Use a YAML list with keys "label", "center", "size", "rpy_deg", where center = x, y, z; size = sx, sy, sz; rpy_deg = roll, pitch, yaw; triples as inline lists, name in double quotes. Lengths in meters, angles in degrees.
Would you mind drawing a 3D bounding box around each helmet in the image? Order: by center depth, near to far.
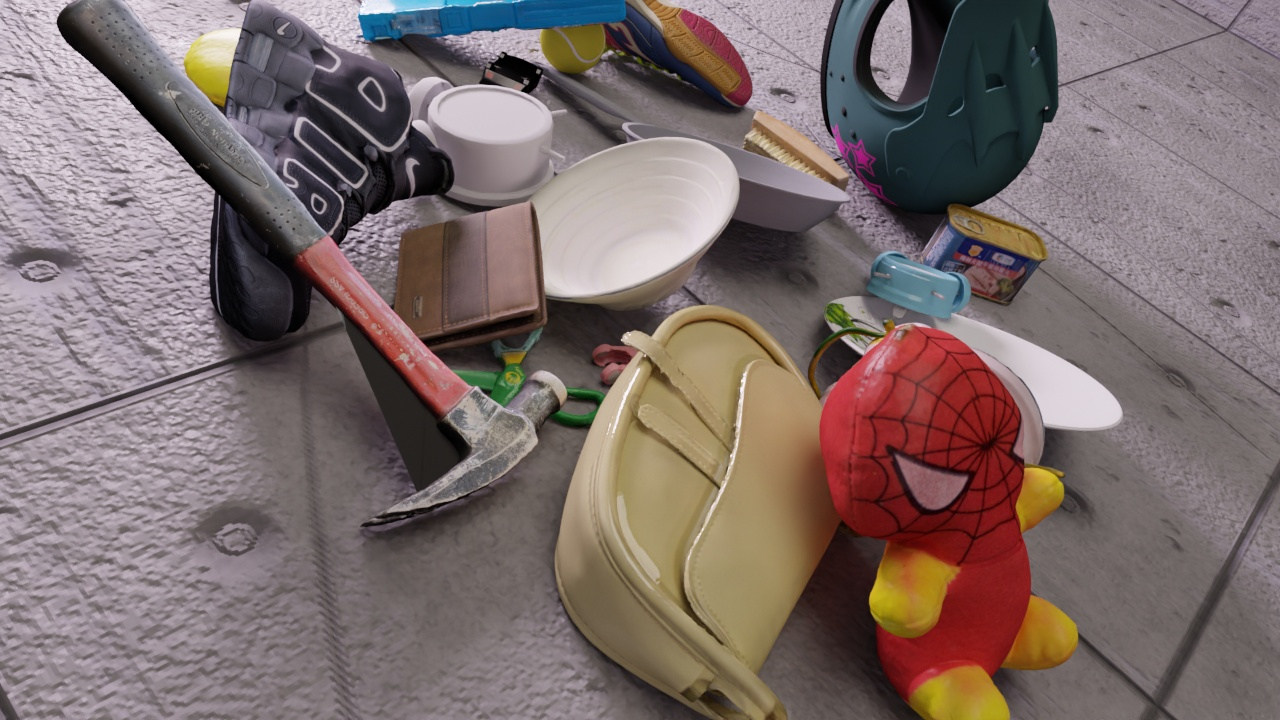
- label: "helmet"
  center: [0.285, -0.258, 0.854]
  size: [0.176, 0.275, 0.200]
  rpy_deg: [-32, 51, -15]

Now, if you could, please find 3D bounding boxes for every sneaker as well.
- label: "sneaker"
  center: [-0.195, -0.113, 0.601]
  size: [0.150, 0.097, 0.252]
  rpy_deg: [7, 57, -27]
- label: "sneaker"
  center: [0.013, -0.345, 0.979]
  size: [0.242, 0.091, 0.116]
  rpy_deg: [39, 44, -12]

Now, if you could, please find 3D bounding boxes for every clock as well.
- label: "clock"
  center: [0.178, 0.040, 0.592]
  size: [0.158, 0.117, 0.058]
  rpy_deg: [45, 39, 9]
- label: "clock"
  center: [-0.140, -0.174, 0.728]
  size: [0.159, 0.061, 0.119]
  rpy_deg: [5, 42, -8]
- label: "clock"
  center: [0.238, -0.063, 0.790]
  size: [0.087, 0.042, 0.123]
  rpy_deg: [23, 18, 19]

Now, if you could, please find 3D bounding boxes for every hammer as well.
- label: "hammer"
  center: [-0.184, -0.054, 0.491]
  size: [0.326, 0.037, 0.140]
  rpy_deg: [49, 49, -10]

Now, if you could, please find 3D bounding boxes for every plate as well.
- label: "plate"
  center: [0.249, 0.009, 0.712]
  size: [0.229, 0.030, 0.229]
  rpy_deg: [13, 22, -6]

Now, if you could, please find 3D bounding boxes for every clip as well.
- label: "clip"
  center: [-0.007, -0.002, 0.634]
  size: [0.060, 0.023, 0.044]
  rpy_deg: [-26, 62, -35]

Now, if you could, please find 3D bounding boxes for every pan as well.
- label: "pan"
  center: [0.021, -0.195, 0.820]
  size: [0.357, 0.051, 0.200]
  rpy_deg: [30, 23, 31]

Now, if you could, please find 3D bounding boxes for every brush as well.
- label: "brush"
  center: [0.145, -0.188, 0.885]
  size: [0.039, 0.049, 0.117]
  rpy_deg: [-38, 68, -21]

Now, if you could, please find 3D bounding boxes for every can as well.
- label: "can"
  center: [0.320, -0.100, 0.862]
  size: [0.100, 0.059, 0.053]
  rpy_deg: [18, 41, -7]

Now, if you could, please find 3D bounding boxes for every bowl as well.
- label: "bowl"
  center: [-0.008, -0.086, 0.664]
  size: [0.177, 0.058, 0.176]
  rpy_deg: [-14, 43, 13]

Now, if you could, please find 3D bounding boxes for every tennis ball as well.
- label: "tennis ball"
  center: [-0.067, -0.319, 0.911]
  size: [0.065, 0.065, 0.065]
  rpy_deg: [13, 42, -12]

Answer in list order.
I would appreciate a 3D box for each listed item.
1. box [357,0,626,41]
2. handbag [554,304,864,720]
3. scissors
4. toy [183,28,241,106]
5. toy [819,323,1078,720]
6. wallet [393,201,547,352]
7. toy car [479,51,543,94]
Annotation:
- label: "box"
  center: [-0.139, -0.376, 0.879]
  size: [0.243, 0.070, 0.170]
  rpy_deg: [-4, 71, 1]
- label: "handbag"
  center: [0.044, 0.075, 0.525]
  size: [0.191, 0.089, 0.232]
  rpy_deg: [36, 42, 8]
- label: "scissors"
  center: [-0.082, 0.010, 0.591]
  size: [0.125, 0.011, 0.130]
  rpy_deg: [9, 43, -18]
- label: "toy"
  center: [-0.305, -0.226, 0.719]
  size: [0.095, 0.041, 0.094]
  rpy_deg: [-5, 53, -30]
- label: "toy"
  center: [0.161, 0.086, 0.499]
  size: [0.147, 0.099, 0.216]
  rpy_deg: [-24, 99, -44]
- label: "wallet"
  center: [-0.114, -0.057, 0.613]
  size: [0.099, 0.027, 0.121]
  rpy_deg: [-12, 47, 3]
- label: "toy car"
  center: [-0.119, -0.254, 0.841]
  size: [0.042, 0.036, 0.091]
  rpy_deg: [23, 30, -4]
